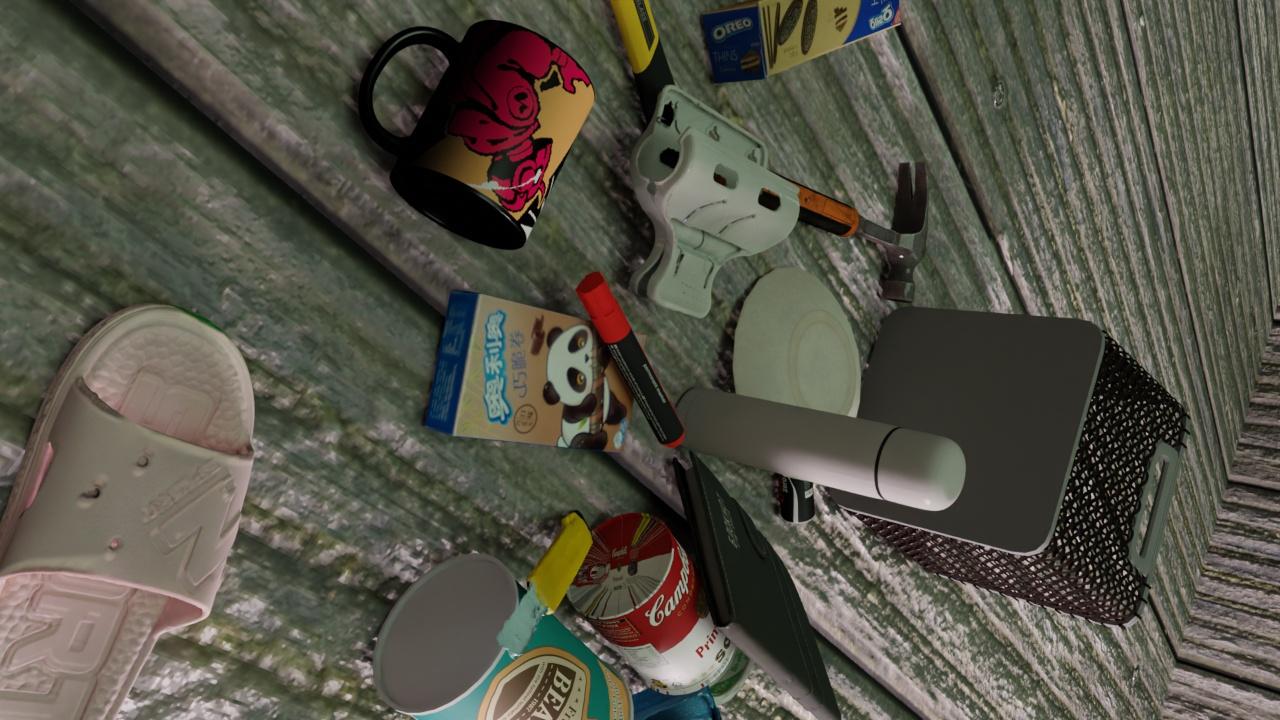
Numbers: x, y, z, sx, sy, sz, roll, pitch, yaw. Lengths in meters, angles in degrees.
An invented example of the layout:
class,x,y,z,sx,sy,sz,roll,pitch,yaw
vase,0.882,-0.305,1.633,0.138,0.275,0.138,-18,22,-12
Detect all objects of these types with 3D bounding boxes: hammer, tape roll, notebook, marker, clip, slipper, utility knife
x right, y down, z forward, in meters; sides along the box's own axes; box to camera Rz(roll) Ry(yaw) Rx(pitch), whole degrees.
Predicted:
class,x,y,z,sx,sy,sz,roll,pitch,yaw
hammer,0.176,-0.143,0.828,0.313,0.035,0.138,9,92,-47
tape roll,0.066,0.237,0.758,0.093,0.018,0.094,-11,106,-44
notebook,0.094,0.184,0.740,0.209,0.029,0.169,54,15,-41
marker,-0.004,0.004,0.624,0.023,0.021,0.145,-80,149,-50
clip,0.052,-0.102,0.641,0.126,0.099,0.152,17,82,-42
slipper,-0.238,0.093,0.414,0.094,0.064,0.239,30,77,-46
hammer,0.005,-0.208,0.640,0.126,0.029,0.324,-43,127,-32
utility knife,-0.054,0.130,0.561,0.019,0.217,0.030,-35,91,6

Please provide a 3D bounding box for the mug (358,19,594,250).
class,x,y,z,sx,sy,sz,roll,pitch,yaw
mug,-0.098,-0.134,0.515,0.118,0.082,0.098,28,75,-18

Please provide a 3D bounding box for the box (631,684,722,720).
class,x,y,z,sx,sy,sz,roll,pitch,yaw
box,0.045,0.352,0.744,0.093,0.054,0.232,-22,122,-3

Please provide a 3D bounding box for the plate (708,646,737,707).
class,x,y,z,sx,sy,sz,roll,pitch,yaw
plate,0.040,0.254,0.768,0.104,0.026,0.104,-11,106,-44

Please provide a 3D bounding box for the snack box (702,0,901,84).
class,x,y,z,sx,sy,sz,roll,pitch,yaw
snack box,0.137,-0.277,0.742,0.206,0.056,0.057,-33,119,-38

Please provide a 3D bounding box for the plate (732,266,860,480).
class,x,y,z,sx,sy,sz,roll,pitch,yaw
plate,0.150,0.009,0.807,0.188,0.027,0.188,6,81,-45

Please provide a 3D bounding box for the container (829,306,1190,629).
class,x,y,z,sx,sy,sz,roll,pitch,yaw
container,0.371,0.100,0.933,0.243,0.246,0.247,31,75,-42

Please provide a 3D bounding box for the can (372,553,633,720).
class,x,y,z,sx,sy,sz,roll,pitch,yaw
can,-0.081,0.202,0.574,0.099,0.099,0.144,-55,132,-24

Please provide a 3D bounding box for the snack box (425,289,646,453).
class,x,y,z,sx,sy,sz,roll,pitch,yaw
snack box,-0.064,0.011,0.603,0.151,0.034,0.087,13,87,-47

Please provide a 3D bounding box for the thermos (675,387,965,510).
class,x,y,z,sx,sy,sz,roll,pitch,yaw
thermos,0.124,0.062,0.672,0.052,0.224,0.052,-11,106,-45

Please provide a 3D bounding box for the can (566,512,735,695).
class,x,y,z,sx,sy,sz,roll,pitch,yaw
can,0.010,0.180,0.677,0.086,0.087,0.116,-54,131,-25

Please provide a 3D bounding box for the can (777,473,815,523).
class,x,y,z,sx,sy,sz,roll,pitch,yaw
can,0.142,0.107,0.843,0.031,0.032,0.080,-25,115,-41
